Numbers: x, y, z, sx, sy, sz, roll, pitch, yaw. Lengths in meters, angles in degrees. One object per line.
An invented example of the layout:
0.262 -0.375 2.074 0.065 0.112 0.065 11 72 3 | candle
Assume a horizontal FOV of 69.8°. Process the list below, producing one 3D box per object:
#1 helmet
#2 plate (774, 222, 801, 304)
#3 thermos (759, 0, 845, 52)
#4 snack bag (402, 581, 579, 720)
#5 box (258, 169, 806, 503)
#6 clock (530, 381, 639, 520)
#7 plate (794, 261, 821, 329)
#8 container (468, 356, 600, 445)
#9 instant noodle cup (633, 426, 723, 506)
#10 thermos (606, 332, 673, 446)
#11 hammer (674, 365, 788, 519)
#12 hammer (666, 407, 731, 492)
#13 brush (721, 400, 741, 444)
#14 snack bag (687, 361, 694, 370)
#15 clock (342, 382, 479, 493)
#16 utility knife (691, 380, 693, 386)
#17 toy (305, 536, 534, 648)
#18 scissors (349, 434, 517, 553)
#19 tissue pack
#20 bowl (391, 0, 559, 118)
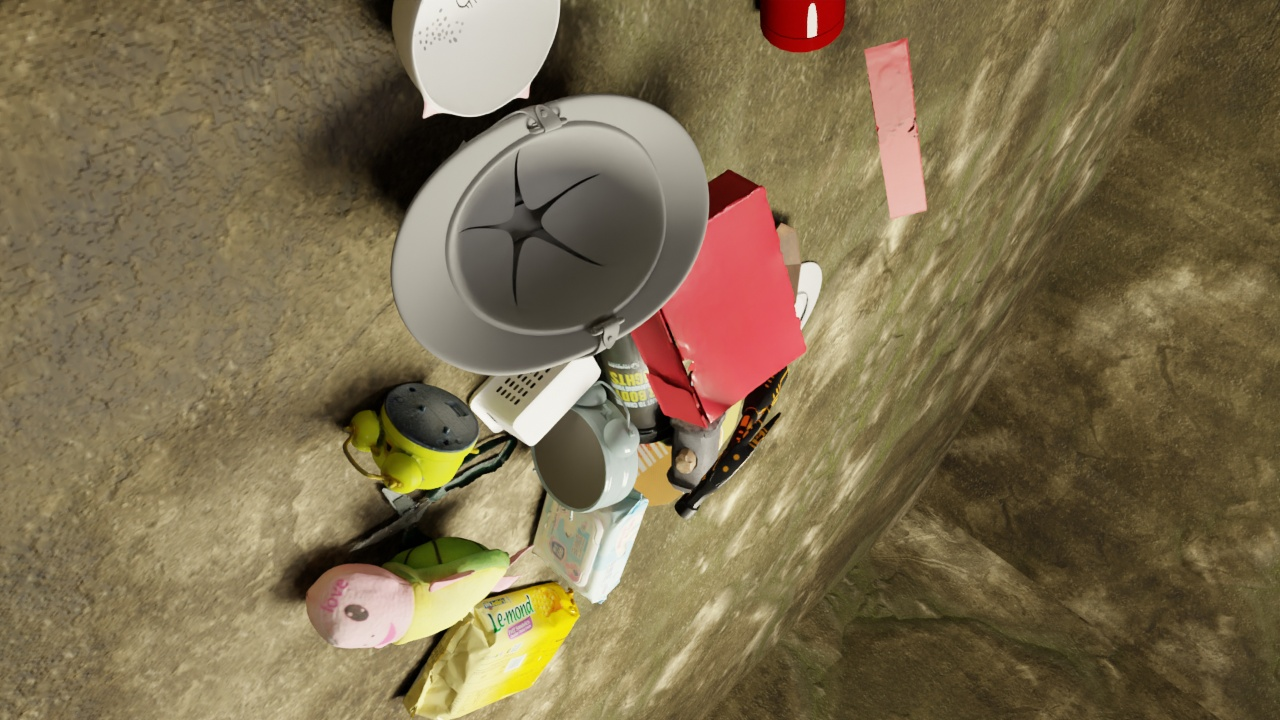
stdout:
-0.082 -0.098 0.696 0.270 0.118 0.183 -29 116 -28 | helmet
0.161 -0.106 1.128 0.131 0.025 0.131 -22 116 -56 | plate
0.138 -0.362 0.750 0.107 0.084 0.199 -64 161 -21 | thermos
-0.179 0.376 1.189 0.160 0.068 0.247 -59 154 12 | snack bag
-0.088 -0.010 0.873 0.170 0.479 0.214 -85 158 -44 | box
-0.056 0.088 0.953 0.045 0.122 0.160 -16 147 -44 | clock
0.198 -0.048 1.319 0.208 0.015 0.209 -38 151 -26 | plate
-0.096 0.023 0.892 0.129 0.049 0.081 -47 154 -11 | container
0.035 0.102 1.140 0.120 0.123 0.124 -21 141 -59 | instant noodle cup
-0.006 0.006 0.972 0.098 0.098 0.221 -42 147 -20 | thermos
0.114 0.052 0.928 0.123 0.036 0.319 -50 178 24 | hammer
0.112 0.026 1.078 0.327 0.052 0.098 -50 150 -49 | hammer
0.108 0.064 1.269 0.082 0.042 0.174 -45 155 -36 | brush
0.115 -0.056 1.137 0.130 0.039 0.144 -4 116 -58 | snack bag
-0.190 0.065 0.759 0.118 0.083 0.057 -16 144 -54 | clock
0.052 0.073 1.232 0.030 0.019 0.225 -19 141 -56 | utility knife
-0.208 0.222 0.894 0.237 0.087 0.191 -7 157 -43 | toy
-0.196 0.143 0.925 0.204 0.015 0.202 -42 155 -17 | scissors
-0.063 0.196 1.096 0.069 0.112 0.182 -27 145 -43 | tissue pack
-0.108 -0.215 0.565 0.114 0.050 0.115 -38 151 -26 | bowl
